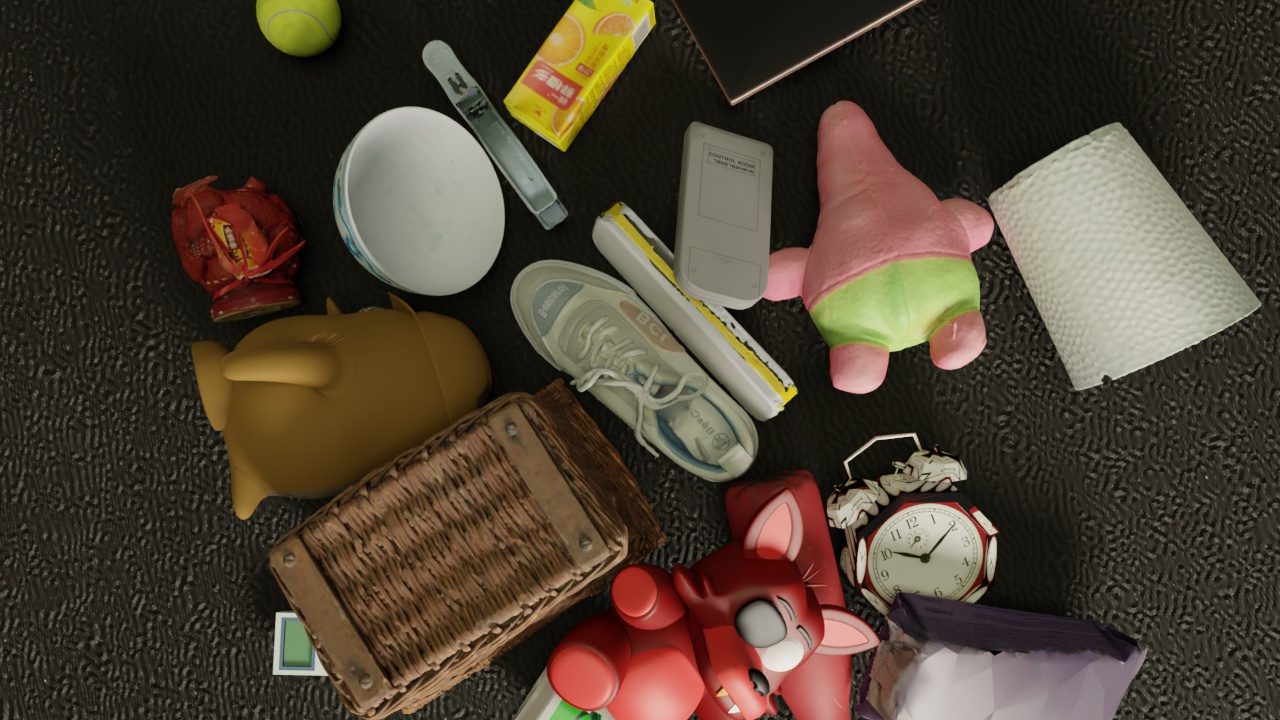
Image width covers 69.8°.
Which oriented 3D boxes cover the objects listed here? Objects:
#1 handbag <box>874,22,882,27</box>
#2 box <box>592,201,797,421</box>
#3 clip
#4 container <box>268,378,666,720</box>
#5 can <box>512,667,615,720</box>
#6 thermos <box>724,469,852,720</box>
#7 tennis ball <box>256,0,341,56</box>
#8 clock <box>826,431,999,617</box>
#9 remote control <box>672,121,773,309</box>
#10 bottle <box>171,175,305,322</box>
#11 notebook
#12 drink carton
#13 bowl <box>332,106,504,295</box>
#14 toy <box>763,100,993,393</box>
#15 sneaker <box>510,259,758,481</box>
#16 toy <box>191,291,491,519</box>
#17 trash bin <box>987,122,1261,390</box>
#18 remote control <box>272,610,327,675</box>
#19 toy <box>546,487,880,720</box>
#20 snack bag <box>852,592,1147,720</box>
[{"bbox_3d":[0.152,-0.318,0.751,0.119,0.029,0.055,24,87,8],"label":"handbag"},{"bbox_3d":[0.041,-0.039,0.727,0.033,0.064,0.209,-43,87,-12],"label":"box"},{"bbox_3d":[-0.113,-0.176,0.753,0.028,0.127,0.167,-34,79,0],"label":"clip"},{"bbox_3d":[-0.122,0.131,0.655,0.250,0.183,0.162,-33,81,-5],"label":"container"},{"bbox_3d":[-0.024,0.291,0.706,0.140,0.088,0.088,34,90,3],"label":"can"},{"bbox_3d":[0.125,0.207,0.709,0.073,0.073,0.240,-13,89,2],"label":"thermos"},{"bbox_3d":[-0.278,-0.282,0.748,0.065,0.065,0.065,0,88,3],"label":"tennis ball"},{"bbox_3d":[0.204,0.124,0.710,0.115,0.065,0.155,-22,102,2],"label":"clock"},{"bbox_3d":[0.065,-0.112,0.717,0.074,0.019,0.150,13,66,-16],"label":"remote control"},{"bbox_3d":[-0.318,-0.092,0.730,0.099,0.099,0.111,-14,92,2],"label":"bottle"},{"bbox_3d":[0.134,-0.315,0.738,0.209,0.008,0.141,-28,77,6],"label":"notebook"},{"bbox_3d":[-0.049,-0.243,0.748,0.058,0.043,0.134,35,89,6],"label":"drink carton"},{"bbox_3d":[-0.186,-0.118,0.723,0.074,0.143,0.144,-5,87,42],"label":"bowl"},{"bbox_3d":[0.180,-0.093,0.712,0.192,0.097,0.236,-13,74,4],"label":"toy"},{"bbox_3d":[-0.004,0.004,0.714,0.242,0.090,0.089,41,91,4],"label":"sneaker"},{"bbox_3d":[-0.217,0.018,0.702,0.203,0.199,0.162,-15,69,-17],"label":"toy"},{"bbox_3d":[0.348,-0.079,0.684,0.133,0.133,0.161,-27,82,1],"label":"trash bin"},{"bbox_3d":[-0.223,0.230,0.749,0.143,0.024,0.049,1,84,2],"label":"remote control"},{"bbox_3d":[0.050,0.194,0.628,0.197,0.120,0.158,-30,110,6],"label":"toy"},{"bbox_3d":[0.269,0.237,0.681,0.205,0.058,0.096,10,106,-10],"label":"snack bag"}]
